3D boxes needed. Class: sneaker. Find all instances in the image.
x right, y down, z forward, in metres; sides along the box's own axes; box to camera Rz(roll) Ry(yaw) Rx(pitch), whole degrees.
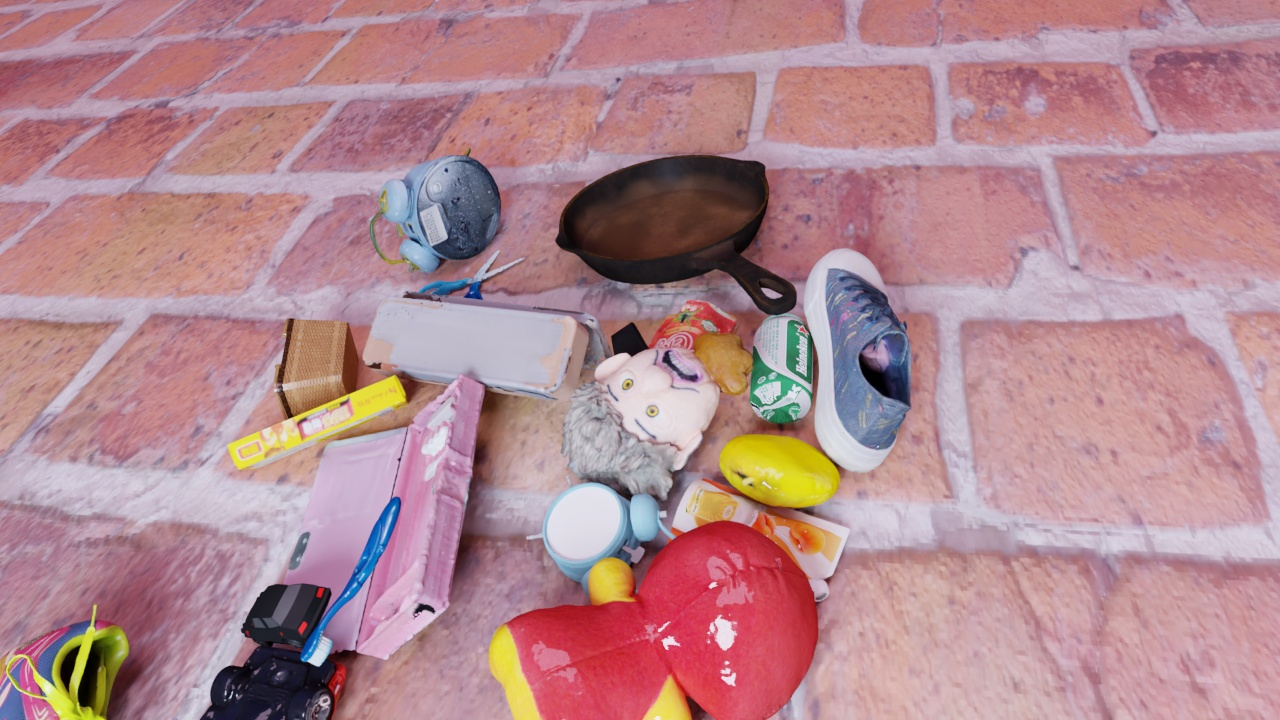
[{"bbox_3d":[0.193,-0.019,0.768,0.087,0.079,0.234,22,46,-15],"label":"sneaker"},{"bbox_3d":[-0.393,0.262,0.583,0.091,0.116,0.241,-22,35,3],"label":"sneaker"}]

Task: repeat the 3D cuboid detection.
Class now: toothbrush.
[{"bbox_3d":[-0.202,0.155,0.656,0.021,0.016,0.132,-12,43,41],"label":"toothbrush"}]

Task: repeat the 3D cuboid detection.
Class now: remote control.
[{"bbox_3d":[-0.005,0.005,0.831,0.039,0.010,0.124,-34,36,11],"label":"remote control"}]

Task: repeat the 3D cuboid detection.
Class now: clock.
[{"bbox_3d":[-0.022,0.136,0.689,0.123,0.042,0.087,21,68,33],"label":"clock"},{"bbox_3d":[-0.230,-0.165,1.032,0.060,0.118,0.161,14,40,42],"label":"clock"}]

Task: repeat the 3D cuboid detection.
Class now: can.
[{"bbox_3d":[0.123,0.007,0.796,0.053,0.053,0.100,-1,42,12],"label":"can"}]

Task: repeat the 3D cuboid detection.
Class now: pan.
[{"bbox_3d":[0.055,-0.122,0.949,0.248,0.043,0.356,-24,38,-14],"label":"pan"}]

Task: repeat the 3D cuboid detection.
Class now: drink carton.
[{"bbox_3d":[0.089,0.131,0.683,0.122,0.039,0.069,16,47,21],"label":"drink carton"}]

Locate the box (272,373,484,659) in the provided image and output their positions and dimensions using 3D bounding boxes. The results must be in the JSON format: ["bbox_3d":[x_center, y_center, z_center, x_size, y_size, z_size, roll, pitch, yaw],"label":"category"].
[{"bbox_3d":[-0.204,0.131,0.744,0.180,0.059,0.232,-26,37,22],"label":"box"}]

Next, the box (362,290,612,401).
[{"bbox_3d":[-0.147,-0.009,0.851,0.216,0.094,0.107,7,46,22],"label":"box"}]

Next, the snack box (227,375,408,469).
[{"bbox_3d":[-0.286,0.056,0.828,0.152,0.025,0.075,-24,-1,-13],"label":"snack box"}]

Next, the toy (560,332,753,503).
[{"bbox_3d":[0.014,0.036,0.738,0.176,0.076,0.132,-39,62,-2],"label":"toy"}]

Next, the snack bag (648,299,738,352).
[{"bbox_3d":[0.031,0.013,0.830,0.087,0.044,0.154,1,47,34],"label":"snack bag"}]

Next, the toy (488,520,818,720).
[{"bbox_3d":[0.015,0.183,0.587,0.216,0.099,0.147,-22,67,-10],"label":"toy"}]

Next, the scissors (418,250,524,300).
[{"bbox_3d":[-0.176,-0.083,1.005,0.132,0.015,0.110,-27,39,-22],"label":"scissors"}]

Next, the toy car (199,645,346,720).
[{"bbox_3d":[-0.265,0.271,0.588,0.082,0.056,0.188,6,43,18],"label":"toy car"}]

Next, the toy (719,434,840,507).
[{"bbox_3d":[0.107,0.083,0.710,0.095,0.041,0.094,25,22,38],"label":"toy"}]

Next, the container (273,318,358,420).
[{"bbox_3d":[-0.314,0.010,0.897,0.061,0.063,0.113,-8,40,-7],"label":"container"}]

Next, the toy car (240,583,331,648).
[{"bbox_3d":[-0.261,0.182,0.666,0.092,0.036,0.042,-12,45,37],"label":"toy car"}]
